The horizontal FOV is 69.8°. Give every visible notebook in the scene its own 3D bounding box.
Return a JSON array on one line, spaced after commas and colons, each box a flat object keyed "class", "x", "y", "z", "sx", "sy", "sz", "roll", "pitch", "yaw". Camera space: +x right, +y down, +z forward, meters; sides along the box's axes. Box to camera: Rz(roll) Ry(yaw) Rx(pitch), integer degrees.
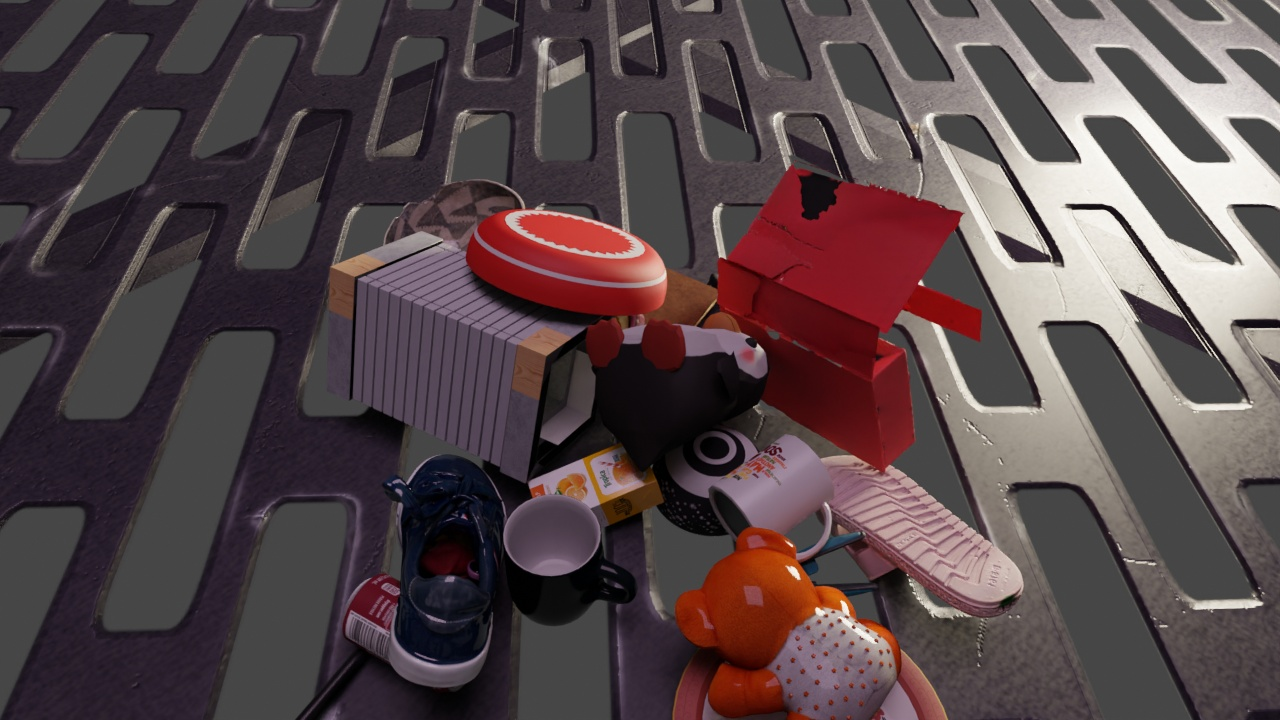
[{"class": "notebook", "x": -0.028, "y": -0.046, "z": 1.097, "sx": 0.167, "sy": 0.024, "sz": 0.224, "roll": 25, "pitch": 49, "yaw": 18}]

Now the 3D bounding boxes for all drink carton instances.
[{"class": "drink carton", "x": -0.047, "y": 0.129, "z": 0.892, "sx": 0.122, "sy": 0.040, "sz": 0.058, "roll": -22, "pitch": 49, "yaw": -4}]

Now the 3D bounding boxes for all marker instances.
[{"class": "marker", "x": 0.113, "y": -0.061, "z": 1.128, "sx": 0.022, "sy": 0.016, "sz": 0.138, "roll": -33, "pitch": 49, "yaw": 9}]

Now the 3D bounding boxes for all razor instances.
[{"class": "razor", "x": -0.273, "y": 0.294, "z": 0.748, "sx": 0.043, "sy": 0.022, "sz": 0.143, "roll": 22, "pitch": 48, "yaw": 16}]

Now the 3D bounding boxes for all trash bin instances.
[{"class": "trash bin", "x": -0.176, "y": -0.012, "z": 0.945, "sx": 0.247, "sy": 0.143, "sz": 0.142, "roll": 22, "pitch": 30, "yaw": 18}]

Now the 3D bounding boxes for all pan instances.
[{"class": "pan", "x": -0.057, "y": -0.124, "z": 1.016, "sx": 0.209, "sy": 0.067, "sz": 0.355, "roll": 17, "pitch": 21, "yaw": 7}]

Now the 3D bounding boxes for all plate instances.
[{"class": "plate", "x": 0.140, "y": 0.309, "z": 0.755, "sx": 0.230, "sy": 0.021, "sz": 0.229, "roll": 1, "pitch": 45, "yaw": -2}]

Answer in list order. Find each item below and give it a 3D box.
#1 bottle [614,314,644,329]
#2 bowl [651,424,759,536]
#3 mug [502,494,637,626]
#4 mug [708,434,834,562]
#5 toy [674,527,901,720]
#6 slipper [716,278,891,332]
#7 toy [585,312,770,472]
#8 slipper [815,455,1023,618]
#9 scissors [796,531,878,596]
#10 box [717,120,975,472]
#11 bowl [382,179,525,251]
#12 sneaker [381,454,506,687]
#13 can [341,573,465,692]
[{"class": "bottle", "x": -0.006, "y": 0.006, "z": 0.978, "sx": 0.059, "sy": 0.060, "sz": 0.166, "roll": -7, "pitch": 71, "yaw": -10}, {"class": "bowl", "x": 0.071, "y": 0.108, "z": 0.919, "sx": 0.120, "sy": 0.066, "sz": 0.120, "roll": 2, "pitch": 45, "yaw": -2}, {"class": "mug", "x": -0.060, "y": 0.186, "z": 0.815, "sx": 0.122, "sy": 0.095, "sz": 0.085, "roll": 15, "pitch": 47, "yaw": 12}, {"class": "mug", "x": 0.129, "y": 0.134, "z": 0.843, "sx": 0.089, "sy": 0.074, "sz": 0.105, "roll": -32, "pitch": 65, "yaw": -18}, {"class": "toy", "x": 0.119, "y": 0.232, "z": 0.758, "sx": 0.172, "sy": 0.093, "sz": 0.163, "roll": 42, "pitch": 59, "yaw": 17}, {"class": "slipper", "x": 0.198, "y": -0.079, "z": 1.114, "sx": 0.221, "sy": 0.056, "sz": 0.106, "roll": -6, "pitch": 45, "yaw": -16}, {"class": "toy", "x": 0.053, "y": 0.025, "z": 0.895, "sx": 0.159, "sy": 0.140, "sz": 0.183, "roll": 2, "pitch": 6, "yaw": 42}, {"class": "slipper", "x": 0.248, "y": 0.170, "z": 0.871, "sx": 0.094, "sy": 0.064, "sz": 0.239, "roll": -22, "pitch": 37, "yaw": -28}, {"class": "scissors", "x": 0.148, "y": 0.196, "z": 0.844, "sx": 0.123, "sy": 0.019, "sz": 0.148, "roll": 38, "pitch": 93, "yaw": 4}, {"class": "box", "x": 0.177, "y": -0.063, "z": 0.896, "sx": 0.121, "sy": 0.319, "sz": 0.211, "roll": -16, "pitch": 32, "yaw": -34}, {"class": "bowl", "x": -0.220, "y": -0.139, "z": 1.134, "sx": 0.178, "sy": 0.081, "sz": 0.178, "roll": -9, "pitch": 46, "yaw": 9}, {"class": "sneaker", "x": -0.165, "y": 0.134, "z": 0.792, "sx": 0.120, "sy": 0.127, "sz": 0.294, "roll": 11, "pitch": 19, "yaw": -14}, {"class": "can", "x": -0.194, "y": 0.232, "z": 0.784, "sx": 0.114, "sy": 0.063, "sz": 0.063, "roll": 22, "pitch": 48, "yaw": 18}]
